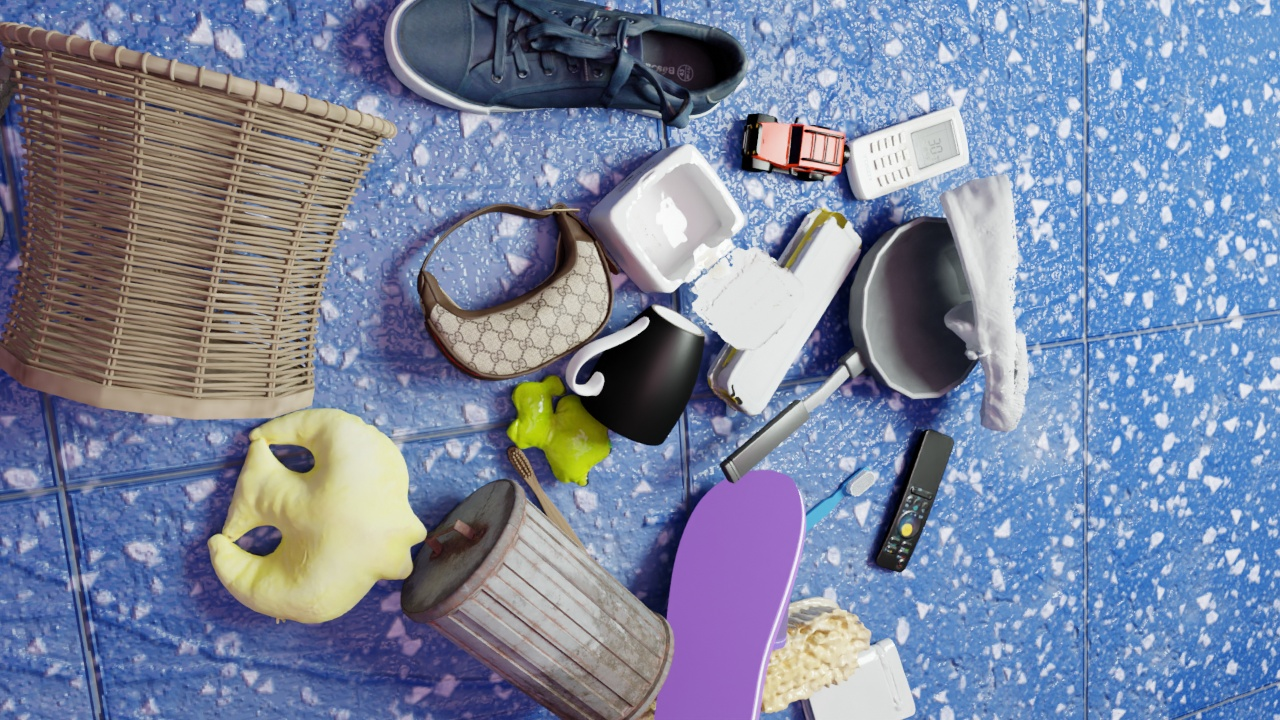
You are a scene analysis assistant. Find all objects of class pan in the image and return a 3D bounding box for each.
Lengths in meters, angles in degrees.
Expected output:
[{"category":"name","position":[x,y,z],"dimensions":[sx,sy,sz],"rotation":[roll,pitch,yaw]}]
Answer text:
[{"category":"pan","position":[0.206,-0.002,0.874],"dimensions":[0.356,0.041,0.178],"rotation":[-37,112,-20]}]

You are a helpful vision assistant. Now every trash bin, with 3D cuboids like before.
[{"category":"trash bin","position":[-0.086,0.201,0.752],"dimensions":[0.211,0.131,0.130],"rotation":[45,79,-22]}]

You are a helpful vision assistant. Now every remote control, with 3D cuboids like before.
[{"category":"remote control","position":[0.261,-0.203,0.898],"dimensions":[0.138,0.025,0.060],"rotation":[-22,104,-18]},{"category":"remote control","position":[0.283,0.145,0.952],"dimensions":[0.041,0.020,0.152],"rotation":[21,89,-23]}]

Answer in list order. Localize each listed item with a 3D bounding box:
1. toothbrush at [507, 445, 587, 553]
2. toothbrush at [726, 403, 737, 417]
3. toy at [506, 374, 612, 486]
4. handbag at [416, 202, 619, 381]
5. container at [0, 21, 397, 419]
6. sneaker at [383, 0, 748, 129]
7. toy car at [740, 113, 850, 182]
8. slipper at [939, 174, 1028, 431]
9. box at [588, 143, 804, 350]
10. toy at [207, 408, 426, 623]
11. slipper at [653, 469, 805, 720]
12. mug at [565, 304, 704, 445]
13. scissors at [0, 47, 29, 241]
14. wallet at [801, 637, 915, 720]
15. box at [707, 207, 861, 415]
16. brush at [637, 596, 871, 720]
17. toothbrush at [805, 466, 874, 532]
[{"category":"toothbrush","position":[-0.072,0.145,0.812],"dimensions":[0.016,0.016,0.167],"rotation":[-34,108,-13]},{"category":"toothbrush","position":[0.100,-0.023,0.861],"dimensions":[0.022,0.016,0.155],"rotation":[7,94,-67]},{"category":"toy","position":[-0.069,0.060,0.793],"dimensions":[0.093,0.036,0.094],"rotation":[6,87,-17]},{"category":"handbag","position":[-0.099,-0.062,0.756],"dimensions":[0.166,0.063,0.138],"rotation":[-28,96,-17]},{"category":"container","position":[-0.292,-0.084,0.594],"dimensions":[0.226,0.227,0.196],"rotation":[10,99,-23]},{"category":"sneaker","position":[-0.047,-0.239,0.720],"dimensions":[0.294,0.127,0.121],"rotation":[0,95,-20]},{"category":"toy car","position":[0.142,-0.194,0.839],"dimensions":[0.100,0.049,0.051],"rotation":[5,94,-22]},{"category":"slipper","position":[0.327,-0.048,0.869],"dimensions":[0.112,0.075,0.247],"rotation":[-37,118,-54]},{"category":"box","position":[0.050,-0.093,0.801],"dimensions":[0.110,0.083,0.190],"rotation":[-44,93,-10]},{"category":"toy","position":[-0.245,0.125,0.713],"dimensions":[0.155,0.064,0.170],"rotation":[20,85,-4]},{"category":"slipper","position":[0.085,0.236,0.824],"dimensions":[0.084,0.107,0.266],"rotation":[54,45,-55]},{"category":"mug","position":[-0.005,0.004,0.765],"dimensions":[0.118,0.085,0.100],"rotation":[16,110,-41]},{"category":"scissors","position":[-0.465,-0.147,0.619],"dimensions":[0.131,0.012,0.170],"rotation":[-6,101,-23]},{"category":"wallet","position":[0.221,0.343,0.947],"dimensions":[0.116,0.032,0.086],"rotation":[-12,90,-18]},{"category":"box","position":[0.136,-0.046,0.852],"dimensions":[0.064,0.033,0.209],"rotation":[41,77,-34]},{"category":"brush","position":[0.092,0.303,0.873],"dimensions":[0.270,0.057,0.083],"rotation":[-17,103,-19]},{"category":"toothbrush","position":[0.169,0.160,0.911],"dimensions":[0.166,0.014,0.016],"rotation":[-36,108,-14]}]
